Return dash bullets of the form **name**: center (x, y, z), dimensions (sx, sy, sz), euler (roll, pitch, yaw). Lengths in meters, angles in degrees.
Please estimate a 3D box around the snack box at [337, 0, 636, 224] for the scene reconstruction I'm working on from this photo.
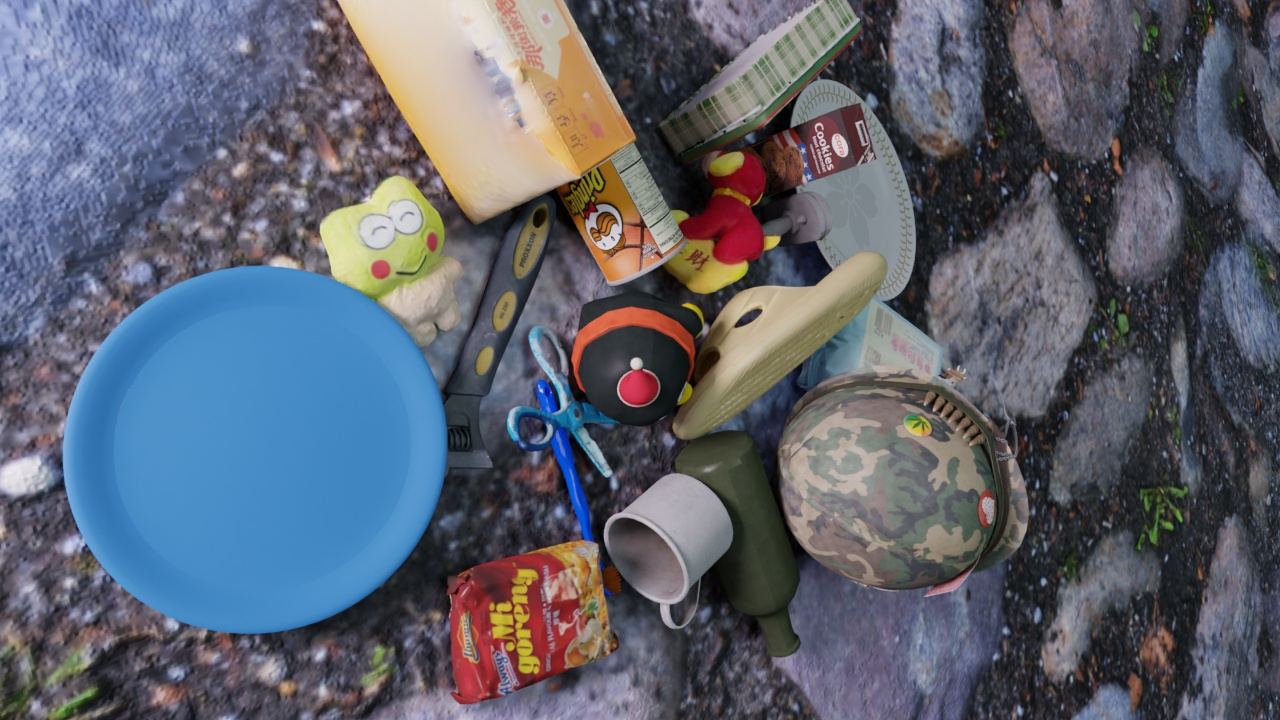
- **snack box**: center (-0.114, -0.202, 0.632), dimensions (0.080, 0.145, 0.195), euler (-42, 109, -36)

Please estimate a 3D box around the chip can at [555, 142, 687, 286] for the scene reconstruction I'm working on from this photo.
- **chip can**: center (-0.045, -0.170, 0.729), dimensions (0.075, 0.075, 0.215), euler (-41, 109, -36)

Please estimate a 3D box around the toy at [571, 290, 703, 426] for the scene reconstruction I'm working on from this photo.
- **toy**: center (-0.004, 0.004, 0.712), dimensions (0.099, 0.098, 0.119), euler (24, 35, -23)

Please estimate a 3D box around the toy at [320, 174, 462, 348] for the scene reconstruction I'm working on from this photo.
- **toy**: center (-0.166, -0.064, 0.636), dimensions (0.091, 0.046, 0.115), euler (-43, 118, -36)

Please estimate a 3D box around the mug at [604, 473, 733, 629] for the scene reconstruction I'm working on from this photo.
- **mug**: center (0.028, 0.154, 0.740), dimensions (0.070, 0.084, 0.113), euler (-35, 113, -40)

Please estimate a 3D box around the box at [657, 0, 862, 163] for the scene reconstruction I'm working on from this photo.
- **box**: center (0.112, -0.263, 0.848), dimensions (0.050, 0.118, 0.204), euler (53, 53, -15)

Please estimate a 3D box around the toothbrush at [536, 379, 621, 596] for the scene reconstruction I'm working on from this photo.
- **toothbrush**: center (-0.049, 0.101, 0.724), dimensions (0.016, 0.018, 0.182), euler (-25, 100, -53)

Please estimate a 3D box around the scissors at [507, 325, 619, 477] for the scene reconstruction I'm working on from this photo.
- **scissors**: center (-0.061, 0.042, 0.710), dimensions (0.134, 0.012, 0.134), euler (62, 33, -15)

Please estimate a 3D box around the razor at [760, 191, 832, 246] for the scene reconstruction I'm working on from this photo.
- **razor**: center (0.108, -0.116, 0.860), dimensions (0.116, 0.088, 0.047), euler (-25, 100, -19)

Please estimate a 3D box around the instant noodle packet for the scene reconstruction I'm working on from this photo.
- **instant noodle packet**: center (-0.079, 0.190, 0.675), dimensions (0.135, 0.040, 0.098), euler (-6, 94, -41)

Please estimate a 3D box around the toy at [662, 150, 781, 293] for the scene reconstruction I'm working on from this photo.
- **toy**: center (0.073, -0.122, 0.806), dimensions (0.105, 0.067, 0.137), euler (22, 75, 11)

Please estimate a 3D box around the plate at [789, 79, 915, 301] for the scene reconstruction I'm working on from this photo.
- **plate**: center (0.225, -0.179, 0.977), dimensions (0.242, 0.016, 0.242), euler (16, 67, -43)

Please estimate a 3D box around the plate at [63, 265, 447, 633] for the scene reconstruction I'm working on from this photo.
- **plate**: center (-0.230, 0.054, 0.574), dimensions (0.224, 0.024, 0.224), euler (4, 83, -35)

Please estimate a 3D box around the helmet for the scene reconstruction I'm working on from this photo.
- **helmet**: center (0.233, 0.108, 0.830), dimensions (0.235, 0.224, 0.193), euler (-51, 163, -63)

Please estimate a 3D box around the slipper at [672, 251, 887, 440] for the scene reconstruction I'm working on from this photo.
- **slipper**: center (0.115, -0.033, 0.819), dimensions (0.260, 0.111, 0.079), euler (-35, 73, -23)

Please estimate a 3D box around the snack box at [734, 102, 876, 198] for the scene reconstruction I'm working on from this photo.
- **snack box**: center (0.143, -0.187, 0.843), dimensions (0.031, 0.141, 0.051), euler (-24, 99, -39)

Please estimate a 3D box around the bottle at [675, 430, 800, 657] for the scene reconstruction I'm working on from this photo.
- **bottle**: center (0.094, 0.165, 0.795), dimensions (0.071, 0.072, 0.207), euler (-34, 111, -37)

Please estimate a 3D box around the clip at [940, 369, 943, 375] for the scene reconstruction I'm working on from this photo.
- **clip**: center (0.334, 0.015, 1.056), dimensions (0.050, 0.014, 0.046), euler (30, 68, -36)

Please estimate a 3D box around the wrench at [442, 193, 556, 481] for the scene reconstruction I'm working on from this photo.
- **wrench**: center (-0.117, -0.009, 0.682), dimensions (0.073, 0.022, 0.272), euler (29, 67, -27)

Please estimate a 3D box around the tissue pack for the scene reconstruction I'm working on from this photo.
- **tissue pack**: center (0.243, 0.009, 0.945), dimensions (0.181, 0.070, 0.112), euler (30, 65, -35)
